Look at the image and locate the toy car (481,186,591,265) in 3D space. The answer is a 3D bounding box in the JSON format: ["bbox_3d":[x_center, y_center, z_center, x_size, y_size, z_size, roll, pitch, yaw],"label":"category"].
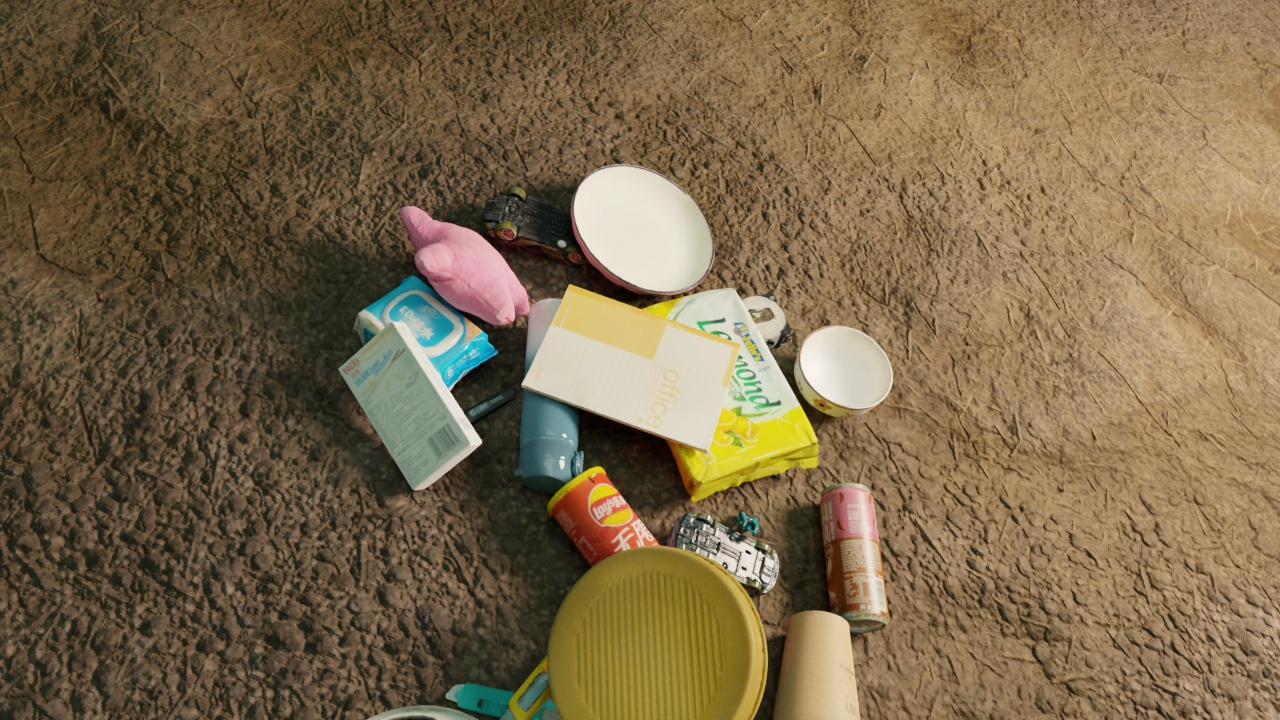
[{"bbox_3d":[-0.117,-0.160,1.128,0.158,0.042,0.070,18,55,-13],"label":"toy car"}]

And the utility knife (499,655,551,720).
[{"bbox_3d":[-0.075,0.287,0.865,0.033,0.015,0.172,32,51,18],"label":"utility knife"}]

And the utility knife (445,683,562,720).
[{"bbox_3d":[-0.101,0.325,0.847,0.160,0.013,0.029,14,51,-3],"label":"utility knife"}]

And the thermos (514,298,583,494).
[{"bbox_3d":[-0.095,0.038,0.998,0.070,0.070,0.220,5,58,-9],"label":"thermos"}]

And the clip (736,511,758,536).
[{"bbox_3d":[0.114,0.173,0.967,0.046,0.057,0.014,25,94,4],"label":"clip"}]

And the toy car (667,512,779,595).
[{"bbox_3d":[0.086,0.201,0.951,0.120,0.037,0.054,25,56,-7],"label":"toy car"}]

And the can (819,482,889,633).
[{"bbox_3d":[0.223,0.206,0.961,0.058,0.058,0.147,6,57,-8],"label":"can"}]

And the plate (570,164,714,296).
[{"bbox_3d":[-0.001,-0.156,1.137,0.192,0.039,0.192,13,57,-20],"label":"plate"}]

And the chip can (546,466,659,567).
[{"bbox_3d":[-0.004,0.208,0.905,0.073,0.073,0.216,-30,68,-26],"label":"chip can"}]

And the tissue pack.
[{"bbox_3d":[-0.237,-0.025,1.007,0.140,0.063,0.089,39,59,13],"label":"tissue pack"}]

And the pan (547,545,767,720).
[{"bbox_3d":[0.019,0.341,0.797,0.198,0.078,0.356,-9,65,16],"label":"pan"}]

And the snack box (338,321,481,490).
[{"bbox_3d":[-0.238,0.046,0.944,0.085,0.026,0.156,-38,77,15],"label":"snack box"}]

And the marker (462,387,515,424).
[{"bbox_3d":[-0.187,0.062,0.993,0.123,0.015,0.018,-31,72,-28],"label":"marker"}]

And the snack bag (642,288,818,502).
[{"bbox_3d":[0.078,0.034,1.032,0.157,0.068,0.246,-17,65,-19],"label":"snack bag"}]

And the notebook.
[{"bbox_3d":[-0.006,0.006,0.988,0.206,0.010,0.145,20,58,3],"label":"notebook"}]

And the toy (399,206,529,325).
[{"bbox_3d":[-0.184,-0.093,1.022,0.178,0.075,0.194,32,14,-36],"label":"toy"}]

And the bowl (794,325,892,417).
[{"bbox_3d":[0.230,0.021,1.076,0.113,0.062,0.113,6,59,-9],"label":"bowl"}]

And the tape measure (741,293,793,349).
[{"bbox_3d":[0.144,-0.045,1.117,0.066,0.034,0.065,-14,61,-20],"label":"tape measure"}]

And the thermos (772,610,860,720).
[{"bbox_3d":[0.168,0.316,0.868,0.093,0.093,0.143,15,49,-3],"label":"thermos"}]

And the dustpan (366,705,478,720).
[{"bbox_3d":[-0.178,0.436,0.765,0.222,0.143,0.257,-14,92,-20],"label":"dustpan"}]
